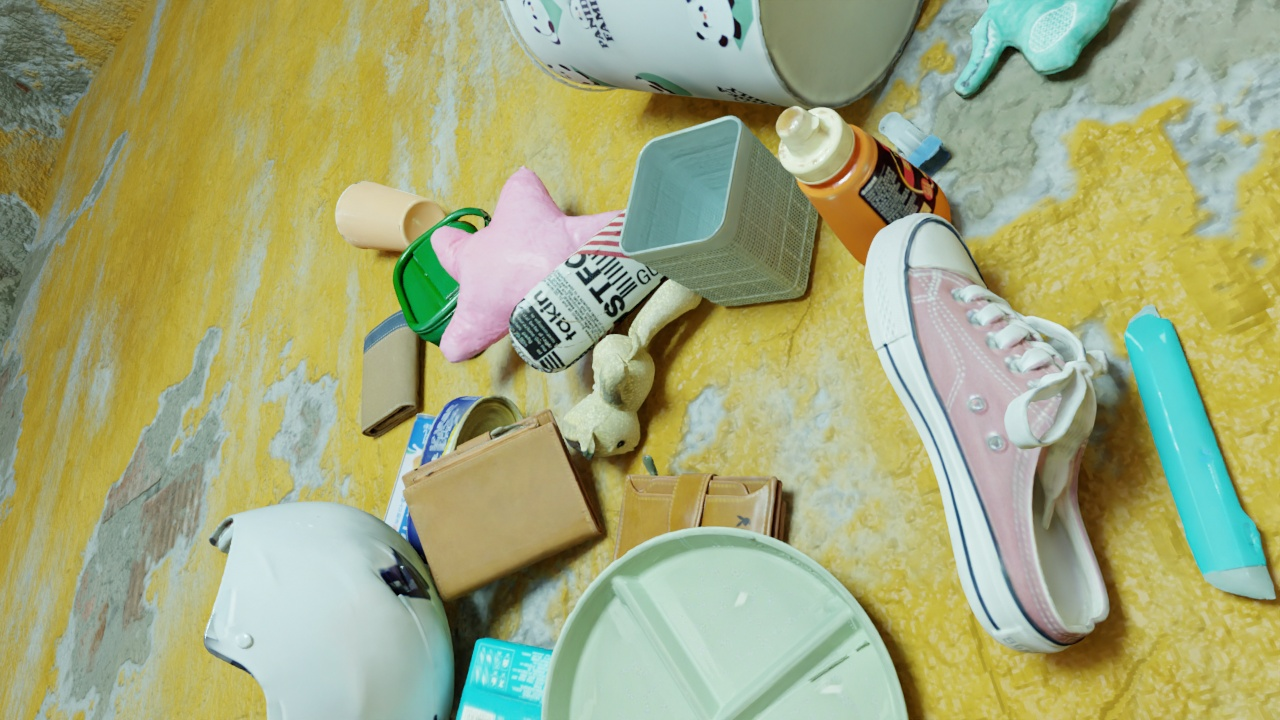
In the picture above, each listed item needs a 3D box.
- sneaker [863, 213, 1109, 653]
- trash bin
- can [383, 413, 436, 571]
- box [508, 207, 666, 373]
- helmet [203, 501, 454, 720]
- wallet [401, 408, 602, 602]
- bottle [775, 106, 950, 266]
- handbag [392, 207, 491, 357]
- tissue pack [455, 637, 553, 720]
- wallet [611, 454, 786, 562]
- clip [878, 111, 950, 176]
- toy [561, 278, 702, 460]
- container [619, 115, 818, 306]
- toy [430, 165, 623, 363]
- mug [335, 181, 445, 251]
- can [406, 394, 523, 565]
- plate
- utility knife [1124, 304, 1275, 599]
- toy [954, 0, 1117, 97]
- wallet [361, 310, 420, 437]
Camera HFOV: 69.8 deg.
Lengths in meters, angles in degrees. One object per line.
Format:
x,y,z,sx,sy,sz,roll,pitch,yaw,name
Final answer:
0.187,0.018,0.461,0.088,0.118,0.240,-41,50,47,sneaker
0.055,-0.295,0.671,0.252,0.229,0.229,28,91,41,trash bin
-0.193,0.118,0.815,0.053,0.053,0.134,0,70,44,can
-0.032,-0.055,0.722,0.163,0.075,0.082,-45,10,-13,box
-0.219,0.219,0.698,0.229,0.145,0.259,17,126,67,helmet
-0.108,0.108,0.697,0.132,0.031,0.107,-25,80,4,wallet
0.128,-0.105,0.544,0.067,0.149,0.066,-21,56,35,bottle
-0.174,-0.076,0.892,0.120,0.068,0.131,-41,45,11,handbag
-0.072,0.247,0.636,0.134,0.050,0.093,-5,65,42,tissue pack
0.036,0.123,0.611,0.131,0.035,0.119,-6,72,42,wallet
0.181,-0.145,0.612,0.026,0.038,0.058,-47,46,19,clip
-0.004,0.004,0.691,0.157,0.066,0.105,-59,10,-1,toy
0.060,-0.094,0.633,0.090,0.111,0.090,-5,67,44,container
-0.089,-0.090,0.788,0.195,0.074,0.178,-8,75,15,toy
-0.273,-0.156,1.019,0.123,0.078,0.078,15,81,41,mug
-0.145,0.101,0.764,0.049,0.074,0.148,-2,70,46,can
0.042,0.212,0.529,0.231,0.027,0.230,-11,69,29,plate
0.265,0.039,0.442,0.029,0.013,0.157,-22,53,32,utility knife
0.241,-0.204,0.574,0.096,0.030,0.092,-59,37,16,toy
-0.258,0.012,0.949,0.090,0.033,0.115,-30,53,34,wallet
